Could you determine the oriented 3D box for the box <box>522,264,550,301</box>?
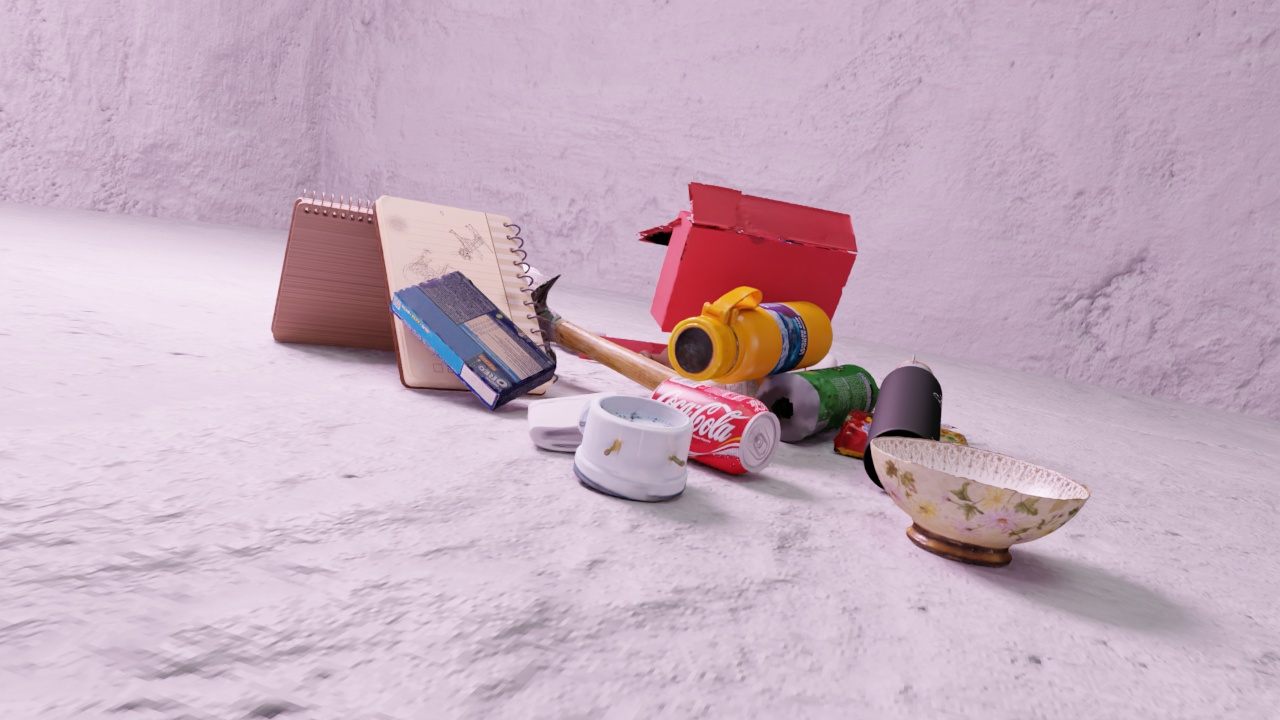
[{"bbox_3d":[-0.187,-0.097,1.382,0.083,0.137,0.143,13,-5,-19],"label":"box"}]

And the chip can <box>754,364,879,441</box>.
[{"bbox_3d":[0.199,0.044,1.015,0.075,0.075,0.222,14,9,29],"label":"chip can"}]

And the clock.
[{"bbox_3d":[-0.006,0.058,0.665,0.083,0.057,0.117,8,14,-10],"label":"clock"}]

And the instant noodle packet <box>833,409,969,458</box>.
[{"bbox_3d":[0.270,0.085,0.935,0.135,0.040,0.098,13,15,17],"label":"instant noodle packet"}]

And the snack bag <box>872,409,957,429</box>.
[{"bbox_3d":[0.333,0.076,1.186,0.157,0.013,0.057,6,10,-28],"label":"snack bag"}]

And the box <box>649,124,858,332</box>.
[{"bbox_3d":[0.149,-0.270,1.046,0.215,0.511,0.141,6,7,-21],"label":"box"}]

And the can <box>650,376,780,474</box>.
[{"bbox_3d":[0.059,0.054,0.766,0.105,0.064,0.064,17,10,42],"label":"can"}]

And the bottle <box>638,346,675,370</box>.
[{"bbox_3d":[0.059,0.015,1.063,0.156,0.068,0.068,7,8,-23],"label":"bottle"}]

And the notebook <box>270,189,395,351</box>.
[{"bbox_3d":[-0.284,-0.091,1.015,0.210,0.169,0.022,6,25,-33],"label":"notebook"}]

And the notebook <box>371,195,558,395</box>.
[{"bbox_3d":[-0.180,-0.069,0.947,0.167,0.225,0.024,5,-34,-36],"label":"notebook"}]

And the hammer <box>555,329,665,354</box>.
[{"bbox_3d":[0.035,-0.009,1.358,0.323,0.029,0.127,11,-1,-12],"label":"hammer"}]

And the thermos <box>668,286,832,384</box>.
[{"bbox_3d":[0.113,-0.027,0.935,0.076,0.091,0.232,-11,-1,36],"label":"thermos"}]

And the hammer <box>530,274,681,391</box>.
[{"bbox_3d":[-0.006,0.006,0.977,0.331,0.132,0.033,25,44,33],"label":"hammer"}]

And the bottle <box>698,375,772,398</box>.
[{"bbox_3d":[0.095,0.032,1.001,0.109,0.063,0.063,0,12,-31],"label":"bottle"}]

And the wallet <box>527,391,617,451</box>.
[{"bbox_3d":[-0.053,0.054,0.770,0.086,0.032,0.116,-1,10,-4],"label":"wallet"}]

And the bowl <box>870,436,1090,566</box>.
[{"bbox_3d":[0.228,0.101,0.641,0.145,0.063,0.145,10,8,-2],"label":"bowl"}]

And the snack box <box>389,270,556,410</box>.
[{"bbox_3d":[-0.158,-0.022,0.867,0.150,0.027,0.082,42,42,19],"label":"snack box"}]

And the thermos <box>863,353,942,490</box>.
[{"bbox_3d":[0.254,0.049,0.871,0.061,0.061,0.230,12,22,15],"label":"thermos"}]

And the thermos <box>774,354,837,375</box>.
[{"bbox_3d":[0.206,-0.005,1.489,0.224,0.052,0.052,13,8,20],"label":"thermos"}]
